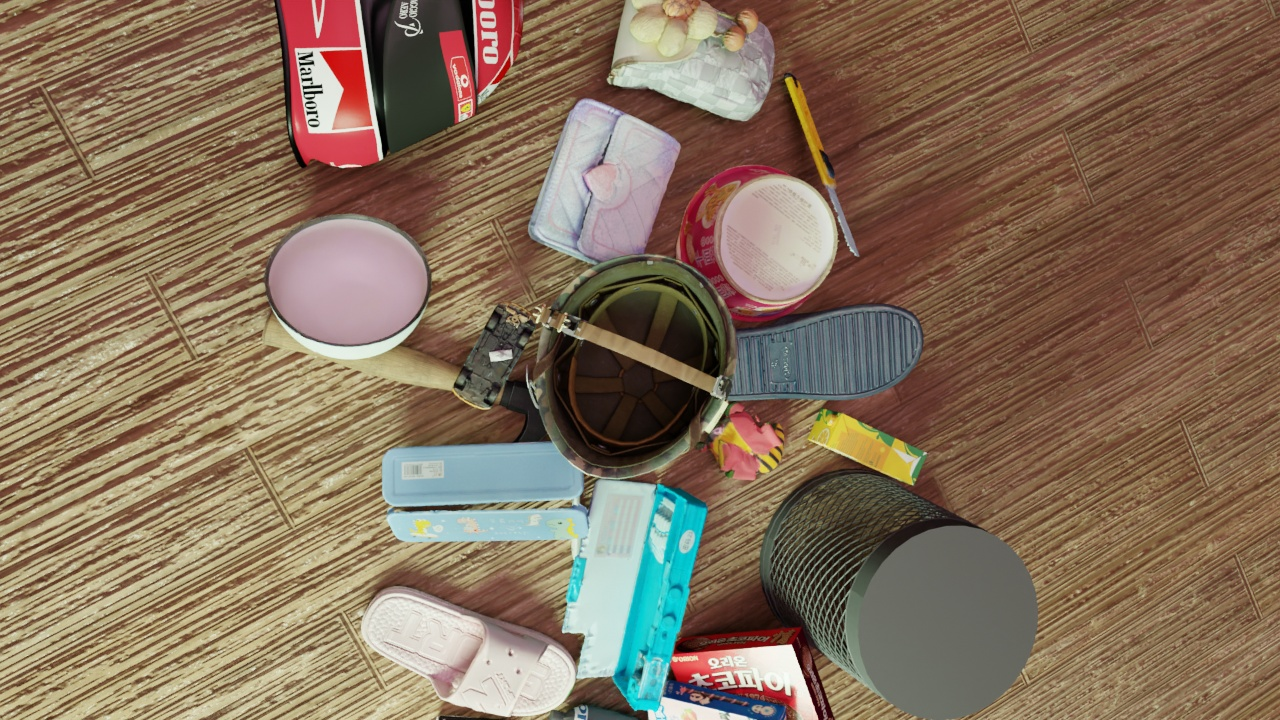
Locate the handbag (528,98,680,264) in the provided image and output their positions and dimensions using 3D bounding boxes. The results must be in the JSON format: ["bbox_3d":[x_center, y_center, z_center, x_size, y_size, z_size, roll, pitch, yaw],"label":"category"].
[{"bbox_3d":[-0.036,-0.182,0.972,0.126,0.069,0.158,20,86,-14],"label":"handbag"}]

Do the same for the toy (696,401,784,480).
[{"bbox_3d":[0.117,0.093,1.032,0.103,0.046,0.084,14,77,-17],"label":"toy"}]

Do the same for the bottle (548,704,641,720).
[{"bbox_3d":[-0.048,0.408,1.013,0.112,0.047,0.047,19,89,-12],"label":"bottle"}]

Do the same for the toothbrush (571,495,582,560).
[{"bbox_3d":[-0.066,0.131,1.009,0.017,0.016,0.189,1,93,-22],"label":"toothbrush"}]

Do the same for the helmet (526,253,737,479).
[{"bbox_3d":[-0.006,0.006,0.897,0.193,0.237,0.223,22,69,6],"label":"helmet"}]

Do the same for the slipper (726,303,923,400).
[{"bbox_3d":[0.177,-0.005,1.025,0.264,0.082,0.101,-8,95,8],"label":"slipper"}]

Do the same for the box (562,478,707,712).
[{"bbox_3d":[-0.019,0.244,0.982,0.117,0.097,0.227,13,91,-17],"label":"box"}]

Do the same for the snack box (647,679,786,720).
[{"bbox_3d":[0.083,0.404,0.995,0.154,0.033,0.088,3,108,27],"label":"snack box"}]

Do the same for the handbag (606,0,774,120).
[{"bbox_3d":[0.063,-0.328,0.955,0.171,0.123,0.112,14,75,-13],"label":"handbag"}]

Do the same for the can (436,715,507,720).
[{"bbox_3d":[-0.181,0.403,0.992,0.080,0.031,0.031,9,91,-12],"label":"can"}]

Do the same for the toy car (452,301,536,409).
[{"bbox_3d":[-0.149,-0.005,0.937,0.047,0.047,0.112,29,82,-7],"label":"toy car"}]

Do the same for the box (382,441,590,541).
[{"bbox_3d":[-0.158,0.142,0.942,0.209,0.047,0.122,-2,108,3],"label":"box"}]

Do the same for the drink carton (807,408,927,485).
[{"bbox_3d":[0.256,0.097,1.051,0.122,0.058,0.041,25,88,-12],"label":"drink carton"}]

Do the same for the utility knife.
[{"bbox_3d":[0.198,-0.216,1.003,0.030,0.019,0.227,0,72,-48],"label":"utility knife"}]

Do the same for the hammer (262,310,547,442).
[{"bbox_3d":[-0.236,0.013,0.958,0.305,0.040,0.132,17,87,-11],"label":"hammer"}]

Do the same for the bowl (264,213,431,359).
[{"bbox_3d":[-0.286,-0.064,0.907,0.153,0.073,0.153,7,61,-12],"label":"bowl"}]

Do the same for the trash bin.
[{"bbox_3d":[0.268,0.242,0.975,0.217,0.227,0.218,-1,93,-12],"label":"trash bin"}]

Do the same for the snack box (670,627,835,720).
[{"bbox_3d":[0.123,0.366,1.004,0.152,0.035,0.132,-16,98,31],"label":"snack box"}]

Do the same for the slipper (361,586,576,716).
[{"bbox_3d":[-0.181,0.316,0.972,0.239,0.064,0.094,26,88,-10],"label":"slipper"}]

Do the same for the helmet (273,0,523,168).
[{"bbox_3d":[-0.222,-0.324,0.859,0.224,0.197,0.271,-7,103,-11],"label":"helmet"}]

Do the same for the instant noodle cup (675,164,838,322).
[{"bbox_3d":[0.137,-0.130,1.003,0.178,0.078,0.178,-1,93,-12],"label":"instant noodle cup"}]
